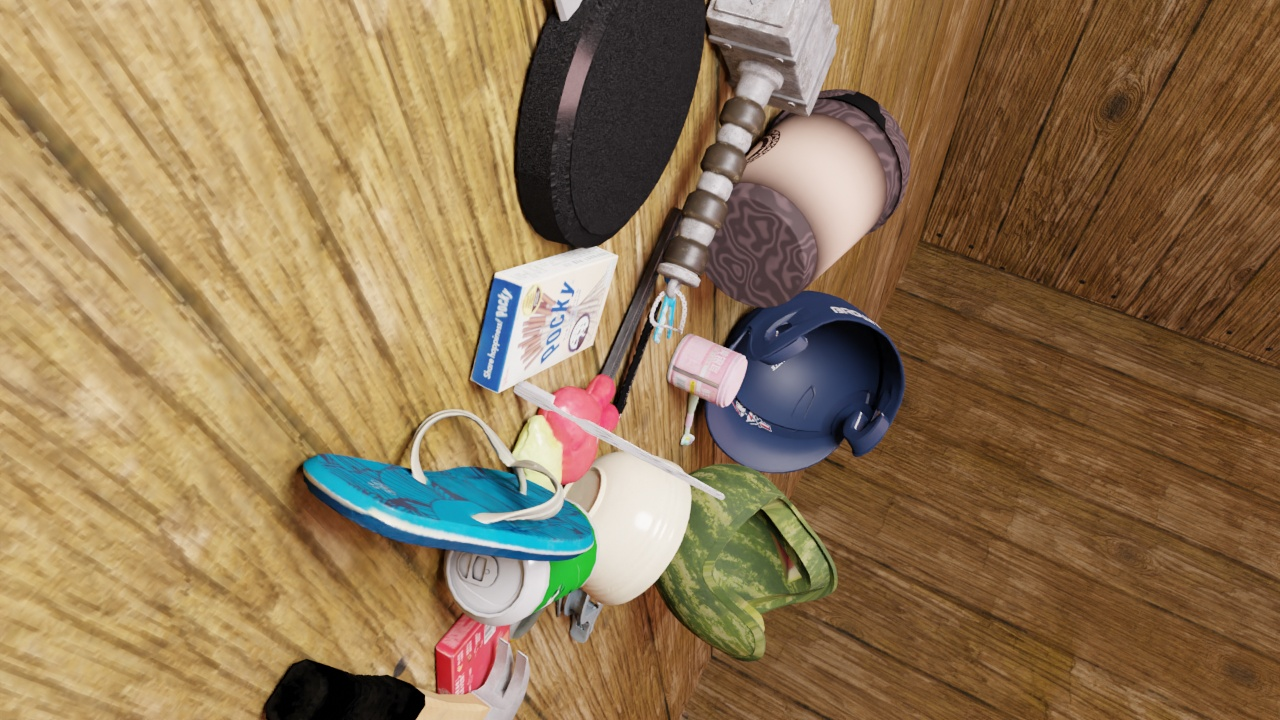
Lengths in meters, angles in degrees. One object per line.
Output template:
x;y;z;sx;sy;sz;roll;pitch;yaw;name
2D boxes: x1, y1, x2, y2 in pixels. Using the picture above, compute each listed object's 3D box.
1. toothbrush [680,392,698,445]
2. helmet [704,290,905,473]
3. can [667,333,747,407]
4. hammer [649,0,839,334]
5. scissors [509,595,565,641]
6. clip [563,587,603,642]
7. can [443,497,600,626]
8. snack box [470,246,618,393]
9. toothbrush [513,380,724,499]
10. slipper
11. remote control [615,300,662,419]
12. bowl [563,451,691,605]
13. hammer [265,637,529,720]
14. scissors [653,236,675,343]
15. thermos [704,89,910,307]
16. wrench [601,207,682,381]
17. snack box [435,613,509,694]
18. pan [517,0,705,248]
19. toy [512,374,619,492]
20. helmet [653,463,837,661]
0.070;0.061;1.226;0.022;0.015;0.155;-19;140;-23;toothbrush
0.209;0.030;1.277;0.272;0.232;0.223;-48;-160;2;helmet
0.080;0.012;1.088;0.067;0.076;0.067;-55;159;-33;can
0.076;-0.181;0.806;0.326;0.079;0.177;-68;163;0;hammer
-0.085;0.222;0.982;0.229;0.016;0.226;-46;156;-50;scissors
-0.050;0.261;1.102;0.165;0.032;0.165;-61;166;-12;clip
-0.094;0.161;0.755;0.088;0.088;0.139;-68;163;5;can
-0.068;-0.035;0.680;0.149;0.026;0.082;-32;143;-62;snack box
-0.016;0.059;0.694;0.010;0.181;0.010;-45;158;-55;toothbrush
-0.099;0.081;0.600;0.060;0.118;0.294;-59;158;1;slipper
-0.005;0.005;0.920;0.030;0.009;0.140;-63;174;-64;remote control
-0.031;0.145;0.865;0.075;0.151;0.150;36;74;-28;bowl
-0.173;0.267;0.706;0.131;0.039;0.328;-57;156;-12;hammer
0.032;-0.077;0.896;0.140;0.011;0.133;88;19;-58;scissors
0.168;-0.169;0.977;0.225;0.173;0.173;-45;153;-38;thermos
-0.016;-0.019;0.871;0.273;0.018;0.073;-67;167;-3;wrench
-0.152;0.273;0.841;0.089;0.021;0.133;-47;155;-46;snack box
-0.027;-0.199;0.579;0.225;0.034;0.356;-64;163;-6;pan
-0.062;0.062;0.787;0.134;0.045;0.092;-43;140;-41;toy
0.120;0.265;1.269;0.212;0.247;0.244;-30;-175;-33;helmet
